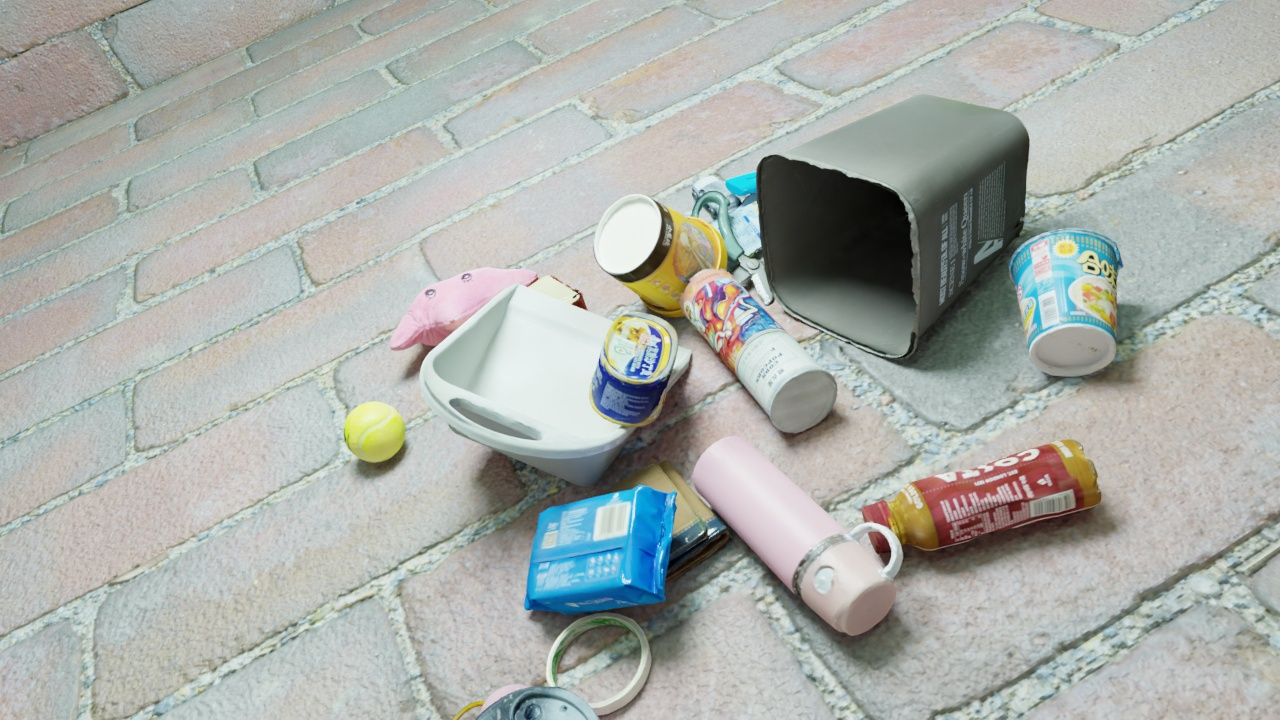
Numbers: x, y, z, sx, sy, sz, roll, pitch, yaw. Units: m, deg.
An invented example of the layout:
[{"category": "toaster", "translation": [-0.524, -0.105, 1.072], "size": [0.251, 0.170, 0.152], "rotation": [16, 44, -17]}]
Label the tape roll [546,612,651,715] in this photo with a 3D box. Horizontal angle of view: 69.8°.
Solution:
[{"category": "tape roll", "translation": [-0.034, 0.244, 0.741], "size": [0.086, 0.014, 0.085], "rotation": [-12, 40, 10]}]

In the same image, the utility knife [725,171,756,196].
[{"category": "utility knife", "translation": [0.194, -0.240, 1.151], "size": [0.178, 0.018, 0.034], "rotation": [-19, 40, -10]}]

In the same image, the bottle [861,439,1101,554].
[{"category": "bottle", "translation": [0.266, 0.112, 0.728], "size": [0.175, 0.057, 0.057], "rotation": [-16, 39, 5]}]

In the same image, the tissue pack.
[{"category": "tissue pack", "translation": [-0.034, 0.164, 0.774], "size": [0.157, 0.052, 0.094], "rotation": [-19, 48, 37]}]

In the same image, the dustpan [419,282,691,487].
[{"category": "dustpan", "translation": [-0.087, 0.009, 0.892], "size": [0.223, 0.143, 0.257], "rotation": [21, 57, 10]}]

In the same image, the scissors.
[{"category": "scissors", "translation": [0.147, -0.143, 1.068], "size": [0.179, 0.019, 0.170], "rotation": [-18, 62, -8]}]

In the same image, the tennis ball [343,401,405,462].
[{"category": "tennis ball", "translation": [-0.290, 0.078, 1.001], "size": [0.065, 0.065, 0.065], "rotation": [-12, 40, 10]}]

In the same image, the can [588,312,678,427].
[{"category": "can", "translation": [-0.005, 0.005, 0.878], "size": [0.074, 0.049, 0.147], "rotation": [17, 27, 1]}]

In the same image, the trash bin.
[{"category": "trash bin", "translation": [0.266, -0.151, 0.936], "size": [0.219, 0.199, 0.199], "rotation": [-33, 42, -25]}]

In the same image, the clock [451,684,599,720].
[{"category": "clock", "translation": [-0.088, 0.298, 0.669], "size": [0.159, 0.060, 0.117], "rotation": [13, 51, 32]}]

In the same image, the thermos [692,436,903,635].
[{"category": "thermos", "translation": [0.127, 0.132, 0.751], "size": [0.087, 0.067, 0.198], "rotation": [-57, 40, 8]}]

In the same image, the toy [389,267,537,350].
[{"category": "toy", "translation": [-0.215, -0.067, 1.117], "size": [0.194, 0.074, 0.178], "rotation": [-25, 17, -2]}]

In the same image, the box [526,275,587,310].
[{"category": "box", "translation": [-0.143, -0.029, 1.051], "size": [0.168, 0.077, 0.091], "rotation": [-38, 43, -20]}]

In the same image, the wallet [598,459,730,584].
[{"category": "wallet", "translation": [0.015, 0.143, 0.824], "size": [0.090, 0.033, 0.115], "rotation": [-31, 37, -10]}]

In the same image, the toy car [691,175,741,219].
[{"category": "toy car", "translation": [0.098, -0.216, 1.197], "size": [0.043, 0.034, 0.090], "rotation": [-28, 38, -4]}]

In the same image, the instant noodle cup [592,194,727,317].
[{"category": "instant noodle cup", "translation": [0.017, -0.120, 1.023], "size": [0.119, 0.114, 0.118], "rotation": [-14, 67, 35]}]

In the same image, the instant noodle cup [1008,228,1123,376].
[{"category": "instant noodle cup", "translation": [0.390, -0.048, 0.837], "size": [0.099, 0.099, 0.109], "rotation": [-1, 50, 22]}]

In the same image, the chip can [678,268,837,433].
[{"category": "chip can", "translation": [0.114, -0.017, 0.932], "size": [0.071, 0.071, 0.214], "rotation": [-26, 39, -7]}]

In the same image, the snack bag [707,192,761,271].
[{"category": "snack bag", "translation": [0.133, -0.164, 1.118], "size": [0.190, 0.039, 0.110], "rotation": [-28, 37, -14]}]
